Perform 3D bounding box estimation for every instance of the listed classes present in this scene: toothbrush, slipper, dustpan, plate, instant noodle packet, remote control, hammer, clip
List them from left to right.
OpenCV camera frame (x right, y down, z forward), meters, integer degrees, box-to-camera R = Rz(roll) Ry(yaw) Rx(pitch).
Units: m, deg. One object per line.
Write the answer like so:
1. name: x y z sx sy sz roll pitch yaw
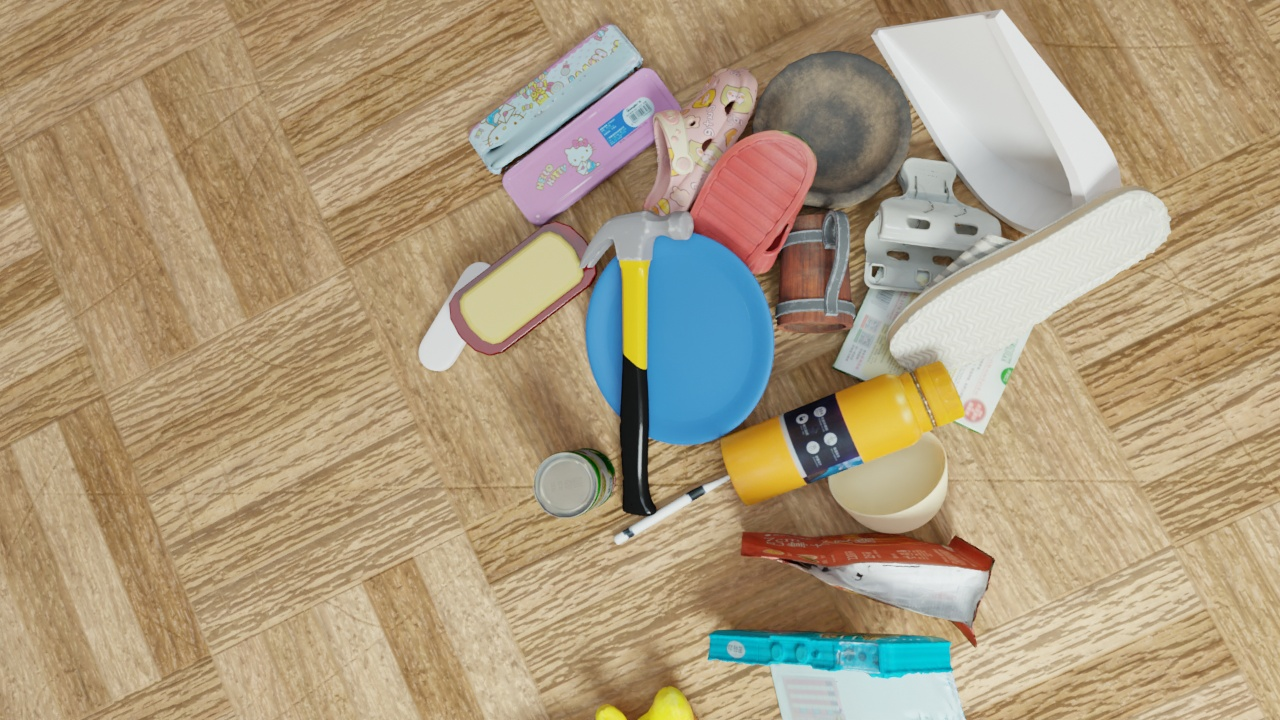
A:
1. remote control: -0.205 -0.049 1.038 0.043 0.013 0.136 31 90 8
2. hammer: -0.006 0.006 0.969 0.127 0.029 0.324 6 101 31
3. plate: 0.041 -0.023 0.967 0.225 0.024 0.224 5 99 31
4. slipper: 0.047 -0.232 0.971 0.081 0.093 0.197 30 95 -19
5. toothbrush: 0.050 0.147 0.994 0.187 0.012 0.017 -31 70 4
6. slipper: 0.097 -0.131 0.961 0.103 0.059 0.249 43 119 15
7. instant noodle packet: 0.208 0.196 0.894 0.221 0.164 0.084 12 89 7
8. clip: 0.299 -0.143 0.934 0.126 0.105 0.151 7 85 -3
9. dustpan: 0.341 -0.213 0.878 0.257 0.191 0.053 38 91 -23
10. slipper: 0.358 -0.076 0.873 0.273 0.114 0.054 -35 38 30

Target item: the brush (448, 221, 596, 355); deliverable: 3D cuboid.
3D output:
1. brush: -0.129 -0.079 1.006 0.173 0.042 0.082 -38 91 0

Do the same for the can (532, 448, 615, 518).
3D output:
1. can: -0.066 0.126 0.954 0.067 0.121 0.067 -1 86 7

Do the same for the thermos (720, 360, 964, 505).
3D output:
1. thermos: 0.200 0.066 0.924 0.233 0.091 0.076 -24 123 14

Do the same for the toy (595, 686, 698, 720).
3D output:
1. toy: -0.017 0.418 0.947 0.194 0.087 0.134 -36 86 5

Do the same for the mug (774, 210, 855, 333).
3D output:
1. mug: 0.186 -0.092 0.943 0.081 0.117 0.111 3 82 -11

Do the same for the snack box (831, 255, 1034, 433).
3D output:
1. snack box: 0.306 -0.017 0.965 0.168 0.027 0.132 25 90 8

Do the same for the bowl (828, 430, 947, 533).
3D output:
1. bowl: 0.260 0.132 0.932 0.118 0.118 0.074 -30 125 4

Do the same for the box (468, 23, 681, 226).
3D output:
1. box: -0.076 -0.265 1.027 0.214 0.040 0.151 -37 79 3

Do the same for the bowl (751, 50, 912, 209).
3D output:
1. bowl: 0.199 -0.236 0.970 0.162 0.070 0.162 0 86 7

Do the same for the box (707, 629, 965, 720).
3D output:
1. box: 0.193 0.300 0.878 0.168 0.228 0.086 48 54 -20
